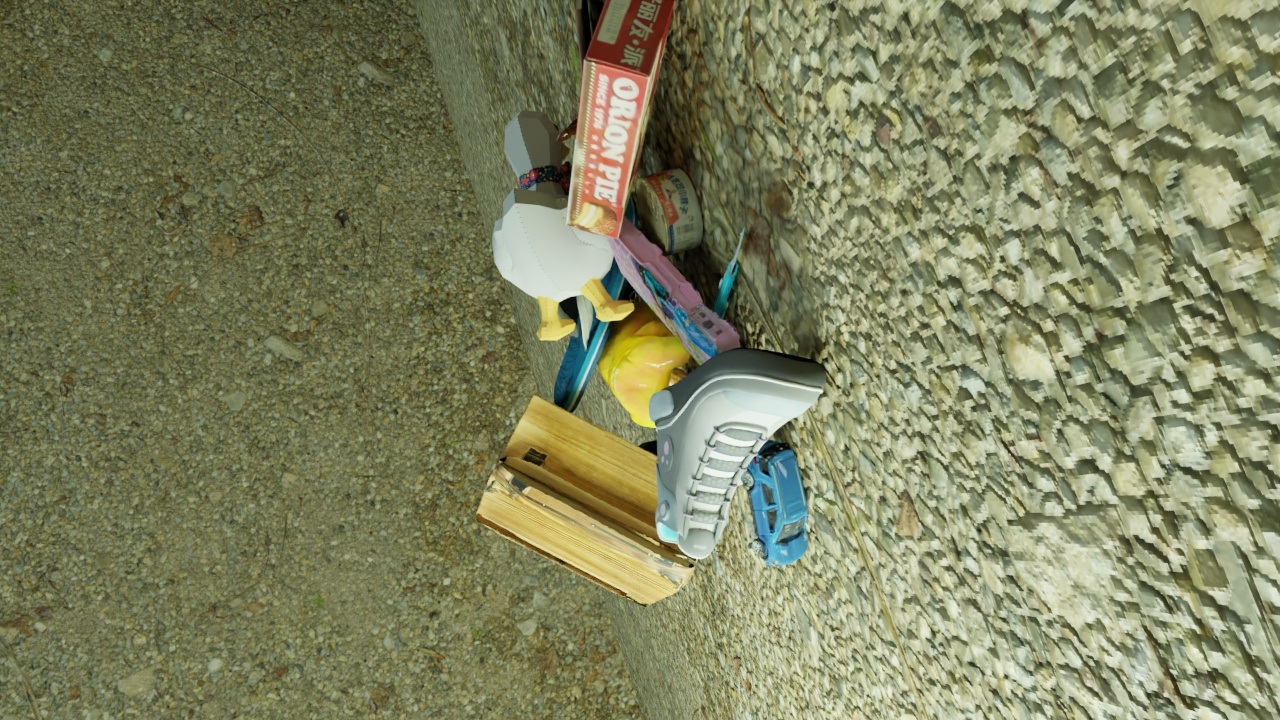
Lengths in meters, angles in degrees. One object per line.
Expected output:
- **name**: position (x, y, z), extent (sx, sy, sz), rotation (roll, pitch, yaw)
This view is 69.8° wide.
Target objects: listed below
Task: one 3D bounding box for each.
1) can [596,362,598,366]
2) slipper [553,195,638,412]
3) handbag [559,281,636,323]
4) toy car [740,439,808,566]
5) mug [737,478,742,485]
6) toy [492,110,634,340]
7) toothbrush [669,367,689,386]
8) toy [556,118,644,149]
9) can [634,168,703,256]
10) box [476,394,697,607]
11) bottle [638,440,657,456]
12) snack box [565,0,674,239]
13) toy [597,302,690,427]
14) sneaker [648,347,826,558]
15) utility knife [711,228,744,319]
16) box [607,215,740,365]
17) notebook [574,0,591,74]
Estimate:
- **can**: position (-0.053, -0.023, 1.440), extent (0.127, 0.064, 0.064), rotation (-139, 34, -68)
- **slipper**: position (-0.071, -0.071, 1.158), extent (0.118, 0.060, 0.295), rotation (43, 117, 60)
- **handbag**: position (-0.043, -0.106, 1.294), extent (0.153, 0.114, 0.125), rotation (-133, 52, -71)
- **toy car**: position (0.129, 0.136, 0.867), extent (0.044, 0.056, 0.120), rotation (-1, 102, 54)
- **mug**: position (0.075, 0.102, 1.032), extent (0.113, 0.070, 0.084), rotation (-135, 30, -62)
- **toy**: position (-0.104, -0.161, 1.045), extent (0.246, 0.141, 0.267), rotation (-36, -72, -79)
- **toothbrush**: position (0.074, 0.041, 1.051), extent (0.222, 0.026, 0.027), rotation (-147, 48, -71)
- **toy**: position (-0.047, -0.241, 1.031), extent (0.070, 0.102, 0.090), rotation (59, 157, 31)
- **can**: position (0.029, -0.152, 0.944), extent (0.086, 0.043, 0.086), rotation (162, 90, -78)
- **box**: position (-0.060, 0.190, 1.202), extent (0.279, 0.175, 0.248), rotation (29, 165, -3)
- **bottle**: position (0.030, 0.140, 1.323), extent (0.174, 0.055, 0.055), rotation (144, 108, -76)
- **snack box**: position (-0.023, -0.231, 0.873), extent (0.237, 0.060, 0.113), rotation (108, 177, -61)
- **toy**: position (-0.007, 0.007, 1.138), extent (0.193, 0.087, 0.134), rotation (-118, 41, -70)
- **sneaker**: position (0.073, 0.087, 0.791), extent (0.257, 0.093, 0.160), rotation (148, 131, -68)
- **utility knife**: position (0.085, -0.080, 0.870), extent (0.169, 0.015, 0.022), rotation (101, 179, -63)
- **box**: position (0.044, -0.038, 0.962), extent (0.230, 0.035, 0.159), rotation (52, 171, 41)
- **notebook**: position (-0.060, -0.336, 1.065), extent (0.141, 0.008, 0.209), rotation (-93, -1, -45)
